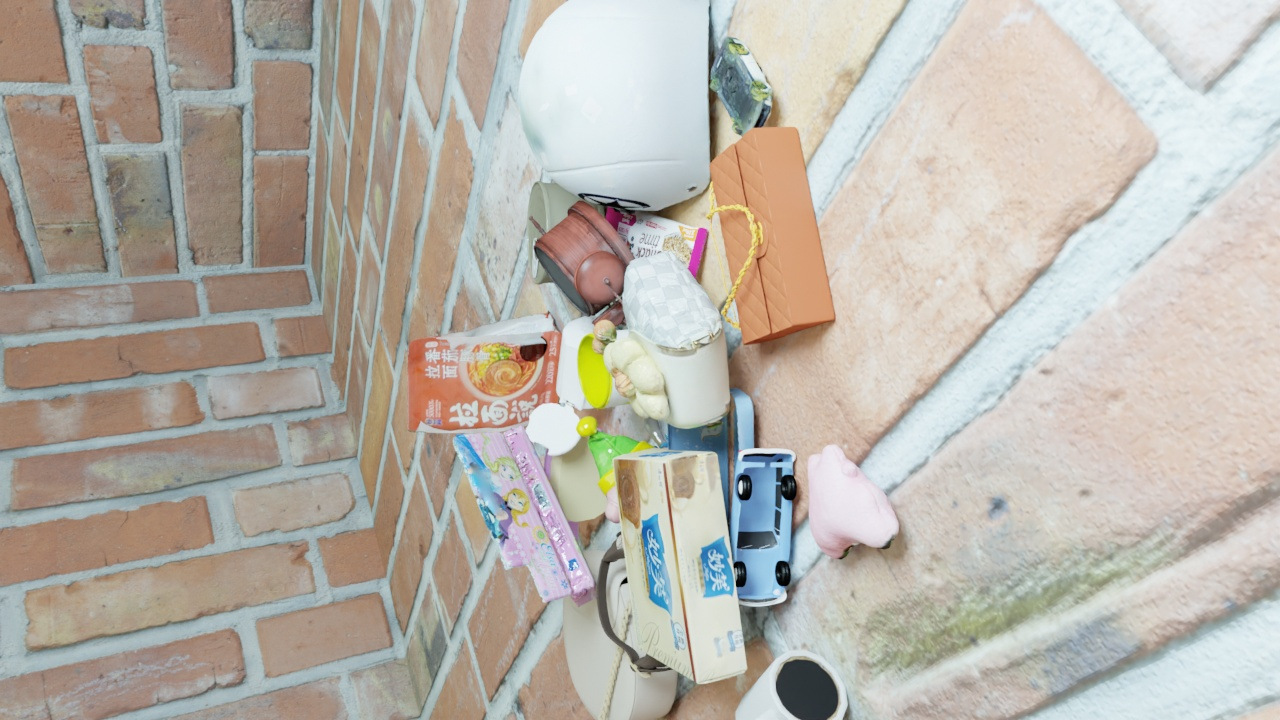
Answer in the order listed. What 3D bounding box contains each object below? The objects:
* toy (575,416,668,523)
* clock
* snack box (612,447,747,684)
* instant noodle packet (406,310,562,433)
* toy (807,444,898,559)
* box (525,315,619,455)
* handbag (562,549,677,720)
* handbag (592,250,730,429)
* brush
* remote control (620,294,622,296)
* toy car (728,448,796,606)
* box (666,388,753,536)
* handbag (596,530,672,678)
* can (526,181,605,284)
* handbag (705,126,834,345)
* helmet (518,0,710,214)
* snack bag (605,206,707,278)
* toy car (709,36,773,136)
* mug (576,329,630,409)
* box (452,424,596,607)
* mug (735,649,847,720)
[{"bbox_3d":[-0.008,0.116,1.034,0.131,0.124,0.097,40,163,35],"label":"toy"},{"bbox_3d":[-0.052,-0.099,1.007,0.157,0.072,0.121,46,169,29],"label":"clock"},{"bbox_3d":[0.034,0.193,0.902,0.153,0.055,0.207,168,95,-69],"label":"snack box"},{"bbox_3d":[-0.229,0.023,1.331,0.084,0.220,0.165,-126,37,-46],"label":"instant noodle packet"},{"bbox_3d":[0.167,0.118,0.761,0.103,0.050,0.093,-49,57,61],"label":"toy"},{"bbox_3d":[-0.083,0.030,1.147,0.083,0.143,0.137,20,128,13],"label":"box"},{"bbox_3d":[-0.037,0.359,1.176,0.211,0.103,0.208,1,94,62],"label":"handbag"},{"bbox_3d":[0.017,-0.021,0.893,0.171,0.123,0.113,-113,7,-47],"label":"handbag"},{"bbox_3d":[-0.084,0.199,1.230,0.043,0.089,0.229,26,116,54],"label":"brush"},{"bbox_3d":[-0.012,-0.106,1.089,0.151,0.019,0.074,49,138,48],"label":"remote control"},{"bbox_3d":[0.112,0.155,0.868,0.055,0.056,0.153,-136,47,-77],"label":"toy car"},{"bbox_3d":[0.080,0.126,0.944,0.121,0.049,0.209,12,108,48],"label":"box"},{"bbox_3d":[0.012,0.271,1.040,0.139,0.063,0.166,-35,63,28],"label":"handbag"},{"bbox_3d":[-0.096,-0.160,1.155,0.128,0.073,0.128,178,91,-72],"label":"can"},{"bbox_3d":[0.103,-0.106,0.822,0.109,0.060,0.172,158,102,-67],"label":"handbag"},{"bbox_3d":[-0.044,-0.269,0.950,0.264,0.163,0.237,28,120,59],"label":"helmet"},{"bbox_3d":[0.008,-0.131,1.020,0.197,0.016,0.070,30,112,52],"label":"snack bag"},{"bbox_3d":[0.094,-0.244,0.824,0.048,0.033,0.105,118,144,-44],"label":"toy car"},{"bbox_3d":[-0.006,0.006,1.011,0.082,0.106,0.082,26,119,59],"label":"mug"},{"bbox_3d":[-0.127,0.182,1.108,0.066,0.158,0.230,-34,66,13],"label":"box"},{"bbox_3d":[0.126,0.326,0.840,0.073,0.105,0.090,51,142,26],"label":"mug"}]
